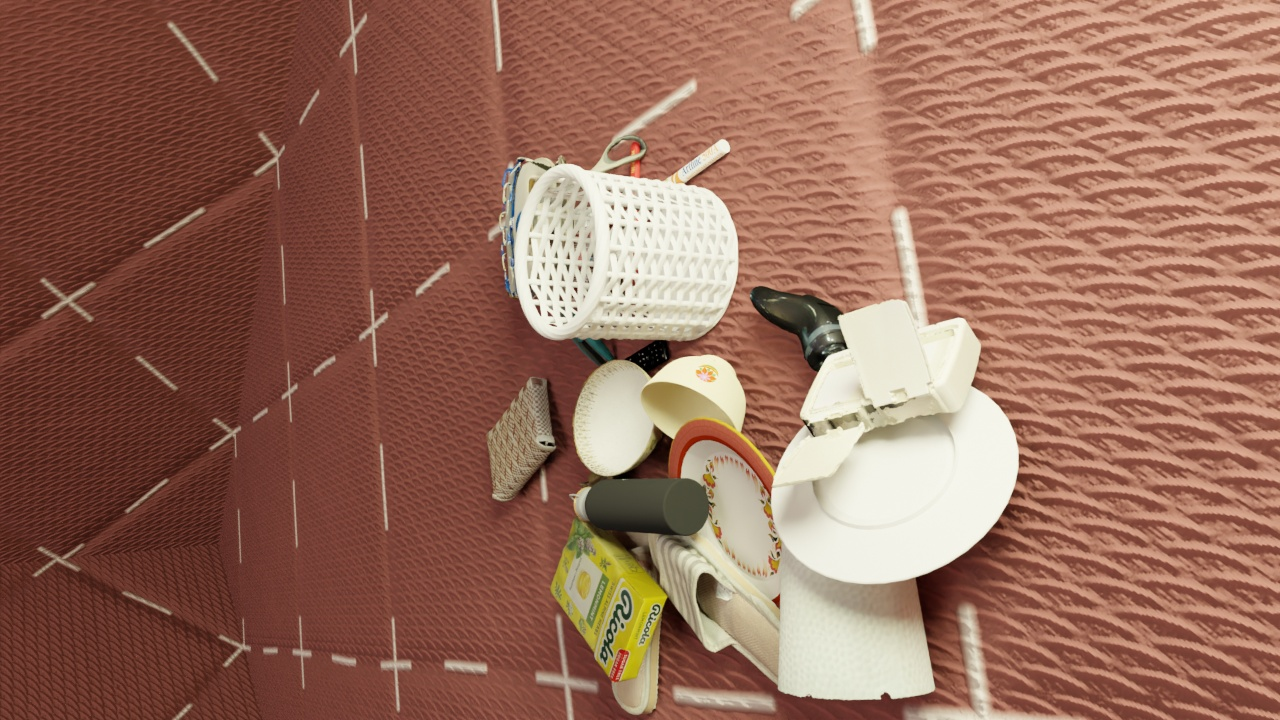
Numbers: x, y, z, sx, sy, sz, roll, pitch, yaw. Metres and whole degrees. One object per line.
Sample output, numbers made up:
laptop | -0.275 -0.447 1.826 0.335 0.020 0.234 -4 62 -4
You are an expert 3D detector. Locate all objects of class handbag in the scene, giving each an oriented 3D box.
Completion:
handbag | -0.181 0.123 1.397 0.186 0.047 0.124 -48 44 43
handbag | -0.142 -0.184 1.258 0.200 0.093 0.200 145 122 -69

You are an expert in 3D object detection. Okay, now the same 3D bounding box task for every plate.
plate | 0.103 0.167 0.974 0.230 0.021 0.230 38 138 45
plate | 0.202 0.089 0.761 0.209 0.015 0.208 -24 37 19

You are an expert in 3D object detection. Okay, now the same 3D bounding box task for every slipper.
slipper | -0.014 0.314 1.151 0.115 0.052 0.263 2 92 56
slipper | 0.084 0.263 0.991 0.273 0.054 0.115 33 138 49

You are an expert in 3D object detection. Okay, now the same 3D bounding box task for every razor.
razor | 0.158 -0.035 0.910 0.140 0.053 0.064 36 111 51

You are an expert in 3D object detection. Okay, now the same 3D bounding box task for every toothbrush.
toothbrush | -0.011 -0.176 1.182 0.012 0.017 0.212 0 89 55

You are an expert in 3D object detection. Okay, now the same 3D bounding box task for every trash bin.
trash bin | 0.184 0.206 0.812 0.134 0.133 0.161 -19 69 53

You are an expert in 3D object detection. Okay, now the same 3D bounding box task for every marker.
marker | 0.054 -0.222 1.091 0.146 0.017 0.017 -26 69 52

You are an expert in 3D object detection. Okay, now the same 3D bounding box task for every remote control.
remote control | -0.007 0.007 1.180 0.140 0.009 0.030 -31 65 51

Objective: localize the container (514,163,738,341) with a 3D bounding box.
container | -0.018 -0.116 1.044 0.190 0.186 0.189 -1 88 55

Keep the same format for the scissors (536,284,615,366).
scissors | -0.086 -0.047 1.216 0.139 0.019 0.136 13 133 31

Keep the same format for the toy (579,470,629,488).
toy | -0.032 0.142 1.179 0.100 0.062 0.076 -43 32 25

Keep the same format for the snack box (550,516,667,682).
snack box | -0.047 0.282 1.116 0.181 0.045 0.121 41 118 48

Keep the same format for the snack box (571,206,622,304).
snack box | -0.057 -0.135 1.201 0.072 0.072 0.121 -1 88 55

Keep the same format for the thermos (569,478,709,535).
thermos | -0.014 0.169 1.068 0.232 0.061 0.061 -12 80 56

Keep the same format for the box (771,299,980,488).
box | 0.175 0.018 0.745 0.144 0.183 0.099 -21 115 41

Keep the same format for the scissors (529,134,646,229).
scissors | -0.054 -0.227 1.163 0.157 0.171 0.012 -49 0 -5

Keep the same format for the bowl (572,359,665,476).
bowl | -0.014 0.075 1.131 0.146 0.063 0.145 -15 69 44

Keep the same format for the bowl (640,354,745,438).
bowl | 0.069 0.036 1.009 0.118 0.118 0.073 -19 32 53
